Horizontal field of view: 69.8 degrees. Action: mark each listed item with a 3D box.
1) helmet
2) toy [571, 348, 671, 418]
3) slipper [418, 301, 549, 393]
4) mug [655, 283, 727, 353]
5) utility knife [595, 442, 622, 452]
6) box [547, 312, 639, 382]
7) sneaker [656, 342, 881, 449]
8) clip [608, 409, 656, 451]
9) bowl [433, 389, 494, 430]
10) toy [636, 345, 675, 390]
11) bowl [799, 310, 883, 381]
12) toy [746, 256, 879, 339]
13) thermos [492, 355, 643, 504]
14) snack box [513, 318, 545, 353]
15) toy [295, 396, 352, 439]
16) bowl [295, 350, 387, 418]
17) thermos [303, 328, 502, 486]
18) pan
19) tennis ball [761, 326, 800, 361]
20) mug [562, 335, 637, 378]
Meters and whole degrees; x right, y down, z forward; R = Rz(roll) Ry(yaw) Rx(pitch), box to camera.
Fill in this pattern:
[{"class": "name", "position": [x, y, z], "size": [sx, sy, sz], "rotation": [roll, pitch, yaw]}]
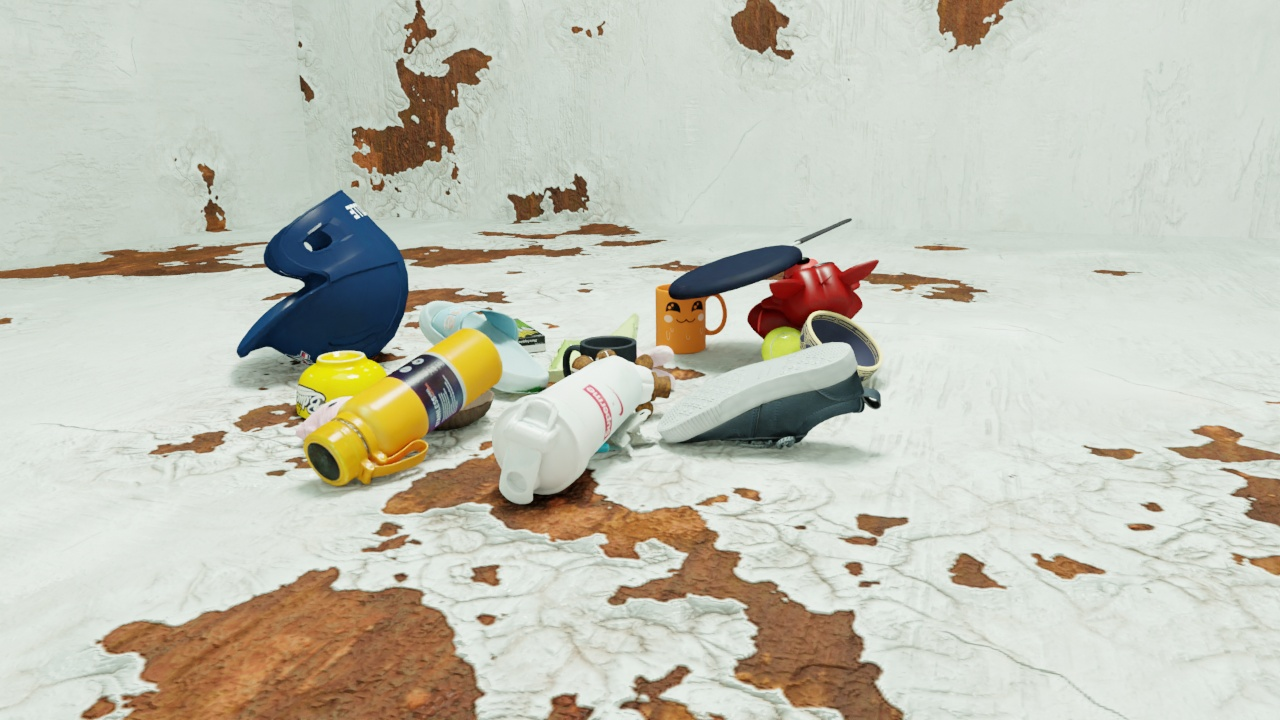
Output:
[{"class": "helmet", "position": [-0.462, -0.088, 1.325], "size": [0.271, 0.223, 0.233], "rotation": [-40, 19, -20]}, {"class": "toy", "position": [-0.023, 0.030, 1.088], "size": [0.112, 0.087, 0.067], "rotation": [3, -10, -15]}, {"class": "slipper", "position": [-0.206, -0.030, 1.247], "size": [0.103, 0.074, 0.245], "rotation": [-1, 27, -45]}, {"class": "mug", "position": [0.079, -0.067, 1.418], "size": [0.112, 0.096, 0.077], "rotation": [-4, 15, -10]}, {"class": "utility knife", "position": [-0.077, 0.093, 0.980], "size": [0.123, 0.015, 0.022], "rotation": [1, 19, -5]}, {"class": "box", "position": [-0.062, -0.015, 1.327], "size": [0.141, 0.047, 0.187], "rotation": [-24, 12, 6]}, {"class": "sneaker", "position": [0.135, 0.055, 0.986], "size": [0.236, 0.087, 0.089], "rotation": [-19, 17, 20]}, {"class": "clip", "position": [-0.010, 0.081, 1.004], "size": [0.054, 0.040, 0.102], "rotation": [-20, 15, -16]}, {"class": "bowl", "position": [-0.231, 0.058, 1.086], "size": [0.118, 0.030, 0.117], "rotation": [-1, 16, 0]}, {"class": "toy", "position": [-0.007, 0.007, 1.207], "size": [0.110, 0.063, 0.047], "rotation": [6, 15, 14]}, {"class": "bowl", "position": [0.258, -0.007, 1.223], "size": [0.112, 0.061, 0.112], "rotation": [18, 37, -15]}, {"class": "toy", "position": [0.242, -0.086, 1.311], "size": [0.158, 0.120, 0.197], "rotation": [-10, -23, -4]}, {"class": "thermos", "position": [-0.070, 0.057, 0.929], "size": [0.099, 0.099, 0.219], "rotation": [5, 19, 20]}, {"class": "snack box", "position": [-0.213, -0.038, 1.466], "size": [0.080, 0.025, 0.148], "rotation": [-7, 16, -23]}, {"class": "toy", "position": [-0.335, 0.069, 1.018], "size": [0.096, 0.053, 0.099], "rotation": [-11, 9, 12]}, {"class": "bowl", "position": [-0.369, 0.027, 1.143], "size": [0.117, 0.068, 0.117], "rotation": [-1, 15, 0]}, {"class": "thermos", "position": [-0.240, 0.048, 0.968], "size": [0.091, 0.076, 0.231], "rotation": [15, 34, 28]}, {"class": "pan", "position": [0.195, -0.160, 1.361], "size": [0.355, 0.021, 0.199], "rotation": [-26, 15, -31]}, {"class": "tennis ball", "position": [0.200, -0.014, 1.270], "size": [0.065, 0.065, 0.065], "rotation": [-1, 15, 0]}, {"class": "mug", "position": [-0.054, 0.012, 1.161], "size": [0.105, 0.077, 0.071], "rotation": [8, 17, 30]}]
